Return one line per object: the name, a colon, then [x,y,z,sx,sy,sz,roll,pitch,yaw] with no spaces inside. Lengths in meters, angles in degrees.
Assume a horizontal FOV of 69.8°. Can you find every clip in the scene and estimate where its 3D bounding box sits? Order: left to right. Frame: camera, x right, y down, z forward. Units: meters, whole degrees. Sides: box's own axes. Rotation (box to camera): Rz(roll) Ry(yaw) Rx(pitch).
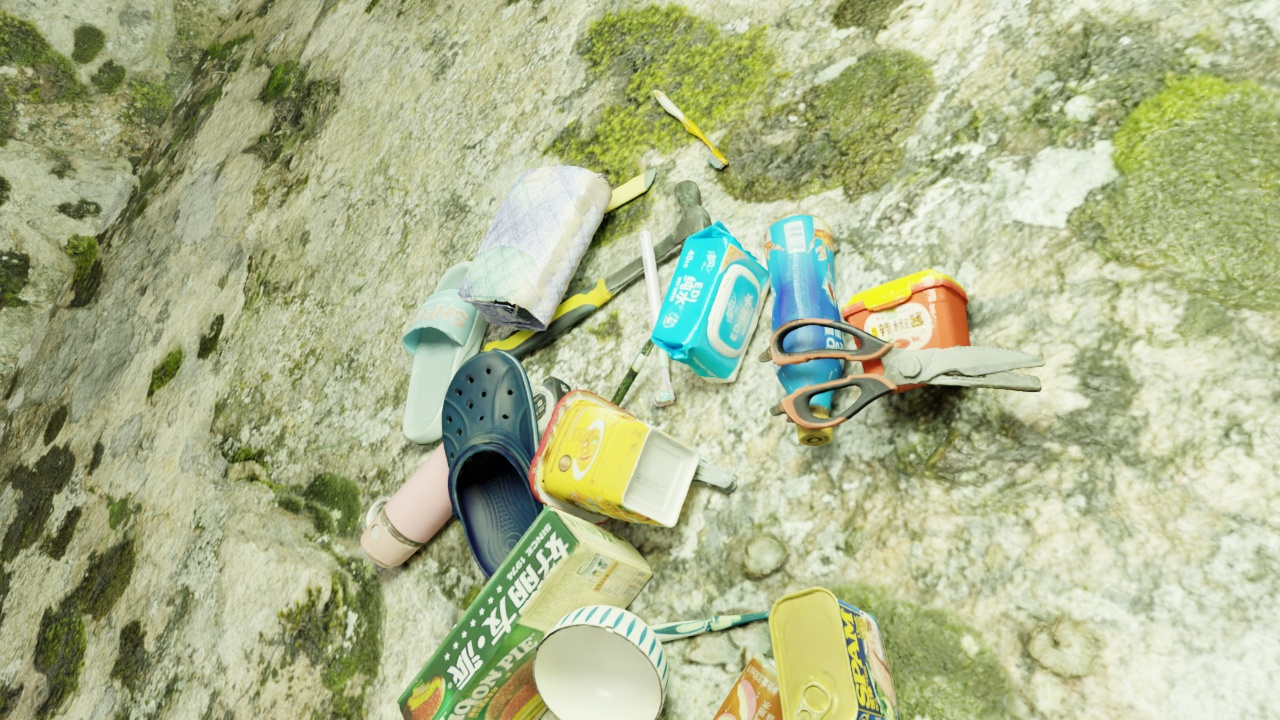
clip: [0.064,0.106,0.852,0.058,0.041,0.026,19,77,40]

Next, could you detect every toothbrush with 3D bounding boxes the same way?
toothbrush: [-0.006,0.005,0.931,0.012,0.017,0.186,42,115,27]
toothbrush: [0.014,-0.047,0.946,0.029,0.021,0.189,-21,69,42]
toothbrush: [0.054,-0.273,1.075,0.018,0.016,0.191,-51,45,18]
toothbrush: [0.058,0.227,0.790,0.192,0.018,0.016,-20,55,31]

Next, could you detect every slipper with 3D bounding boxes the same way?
slipper: [-0.258,-0.015,1.156,0.104,0.074,0.245,-7,64,39]
slipper: [-0.156,0.110,0.940,0.105,0.095,0.252,-15,76,8]

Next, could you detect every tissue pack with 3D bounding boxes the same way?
tissue pack: [0.072,-0.052,0.882,0.063,0.090,0.140,10,74,43]

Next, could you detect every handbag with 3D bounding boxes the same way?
handbag: [-0.120,-0.131,1.068,0.134,0.075,0.193,8,67,45]

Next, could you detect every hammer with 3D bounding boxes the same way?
hammer: [-0.054,-0.072,1.043,0.324,0.032,0.126,-31,49,24]

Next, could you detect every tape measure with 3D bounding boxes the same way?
tape measure: [-0.106,0.059,1.014,0.066,0.033,0.066,-31,48,26]

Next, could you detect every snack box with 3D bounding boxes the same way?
snack box: [-0.105,0.255,0.845,0.240,0.114,0.063,-53,45,5]
snack box: [0.222,-0.020,0.751,0.091,0.082,0.080,-20,68,32]

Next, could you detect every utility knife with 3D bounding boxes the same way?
utility knife: [-0.063,-0.184,1.122,0.199,0.021,0.030,-19,51,24]

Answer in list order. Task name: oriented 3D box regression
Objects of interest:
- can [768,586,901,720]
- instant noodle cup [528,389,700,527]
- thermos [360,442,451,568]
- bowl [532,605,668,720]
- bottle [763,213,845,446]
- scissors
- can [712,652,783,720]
can: [0.143,0.226,0.671,0.057,0.083,0.102,-25,53,28]
instant noodle cup: [-0.021,0.098,0.854,0.124,0.116,0.116,9,73,48]
thermos: [-0.243,0.148,1.056,0.199,0.067,0.087,-46,52,12]
bowl: [-0.028,0.260,0.796,0.117,0.116,0.066,-30,8,24]
bottle: [0.149,-0.029,0.823,0.065,0.065,0.218,-19,56,32]
scissors: [0.194,0.018,0.714,0.205,0.015,0.197,46,114,27]
can: [0.075,0.301,0.706,0.058,0.058,0.147,31,88,46]
